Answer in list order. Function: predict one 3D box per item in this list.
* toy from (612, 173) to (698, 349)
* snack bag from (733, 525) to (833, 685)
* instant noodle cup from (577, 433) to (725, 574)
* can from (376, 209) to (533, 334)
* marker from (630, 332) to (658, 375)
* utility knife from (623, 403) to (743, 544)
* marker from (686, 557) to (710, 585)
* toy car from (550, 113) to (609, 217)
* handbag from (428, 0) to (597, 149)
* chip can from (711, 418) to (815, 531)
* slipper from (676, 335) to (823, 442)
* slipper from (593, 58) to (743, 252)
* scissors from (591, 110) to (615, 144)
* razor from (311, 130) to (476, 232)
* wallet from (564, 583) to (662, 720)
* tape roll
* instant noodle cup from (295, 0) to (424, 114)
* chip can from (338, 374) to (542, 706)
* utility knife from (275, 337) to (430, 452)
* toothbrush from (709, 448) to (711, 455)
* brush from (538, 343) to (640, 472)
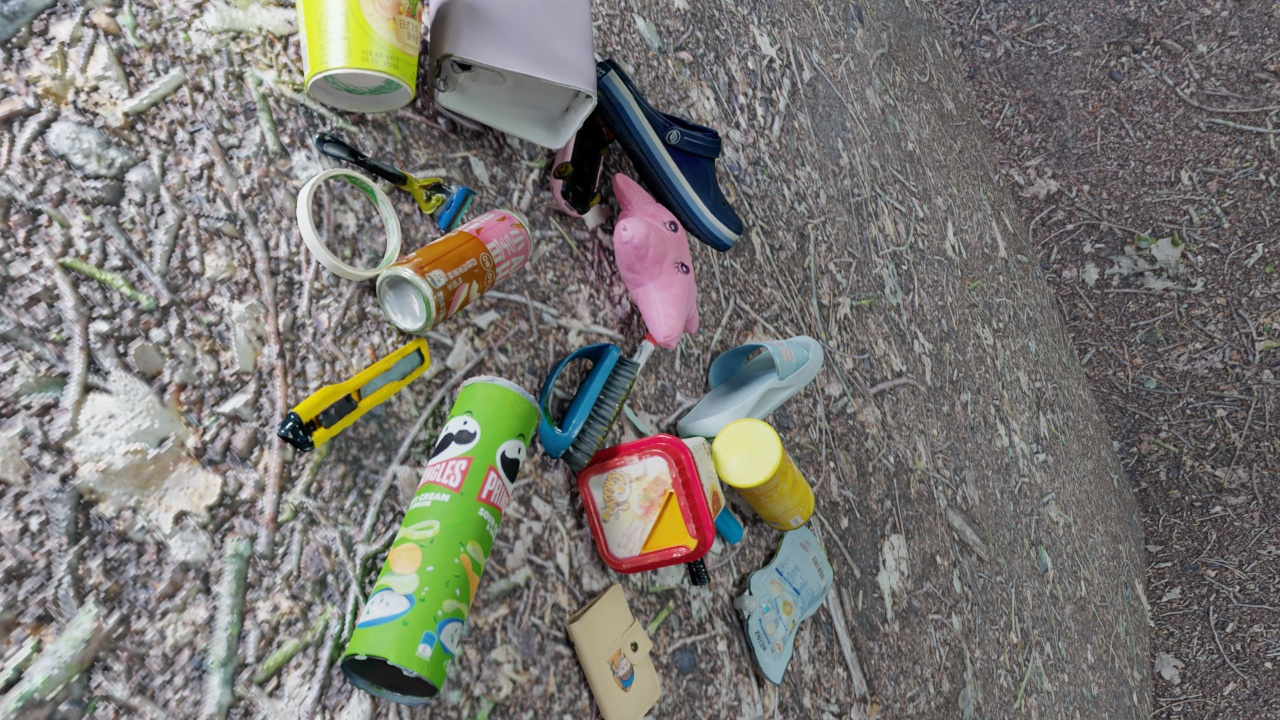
[{"bbox_3d":[0.014,-0.101,0.960,0.178,0.075,0.194,26,47,-66],"label":"toy"},{"bbox_3d":[0.166,0.273,1.055,0.190,0.039,0.110,-34,109,-52],"label":"snack bag"},{"bbox_3d":[0.019,0.125,0.859,0.124,0.117,0.116,-17,90,-67],"label":"instant noodle cup"},{"bbox_3d":[-0.148,-0.075,0.750,0.058,0.058,0.146,63,36,-14],"label":"can"},{"bbox_3d":[-0.006,0.006,0.948,0.017,0.017,0.144,58,38,-20],"label":"marker"},{"bbox_3d":[0.045,0.120,0.969,0.225,0.018,0.034,51,20,-26],"label":"utility knife"},{"bbox_3d":[0.043,0.171,0.945,0.022,0.018,0.131,-27,99,-45],"label":"marker"},{"bbox_3d":[-0.065,-0.201,0.934,0.056,0.037,0.122,43,47,-45],"label":"toy car"},{"bbox_3d":[-0.122,-0.304,0.835,0.144,0.099,0.196,12,58,-31],"label":"handbag"},{"bbox_3d":[0.138,0.129,0.991,0.213,0.072,0.072,48,38,-60],"label":"chip can"},{"bbox_3d":[0.118,0.022,1.042,0.244,0.104,0.074,-34,105,-47],"label":"slipper"},{"bbox_3d":[0.036,-0.229,0.996,0.253,0.095,0.105,47,6,-32],"label":"slipper"},{"bbox_3d":[-0.087,-0.250,0.939,0.152,0.022,0.233,56,38,-24],"label":"scissors"},{"bbox_3d":[-0.201,-0.149,0.742,0.142,0.022,0.043,23,102,-44],"label":"razor"},{"bbox_3d":[-0.019,0.264,0.816,0.087,0.024,0.115,-30,99,-56],"label":"wallet"},{"bbox_3d":[-0.221,-0.104,0.700,0.085,0.014,0.085,26,56,-46],"label":"tape roll"},{"bbox_3d":[-0.214,-0.261,0.705,0.111,0.112,0.123,6,79,-53],"label":"instant noodle cup"},{"bbox_3d":[-0.138,0.123,0.668,0.072,0.072,0.235,46,43,-33],"label":"chip can"},{"bbox_3d":[-0.202,0.021,0.671,0.156,0.015,0.033,-44,115,-52],"label":"utility knife"},{"bbox_3d":[0.096,0.109,1.040,0.187,0.016,0.017,10,77,-56],"label":"toothbrush"},{"bbox_3d":[-0.054,0.034,0.841,0.073,0.055,0.143,36,45,-10],"label":"brush"}]
